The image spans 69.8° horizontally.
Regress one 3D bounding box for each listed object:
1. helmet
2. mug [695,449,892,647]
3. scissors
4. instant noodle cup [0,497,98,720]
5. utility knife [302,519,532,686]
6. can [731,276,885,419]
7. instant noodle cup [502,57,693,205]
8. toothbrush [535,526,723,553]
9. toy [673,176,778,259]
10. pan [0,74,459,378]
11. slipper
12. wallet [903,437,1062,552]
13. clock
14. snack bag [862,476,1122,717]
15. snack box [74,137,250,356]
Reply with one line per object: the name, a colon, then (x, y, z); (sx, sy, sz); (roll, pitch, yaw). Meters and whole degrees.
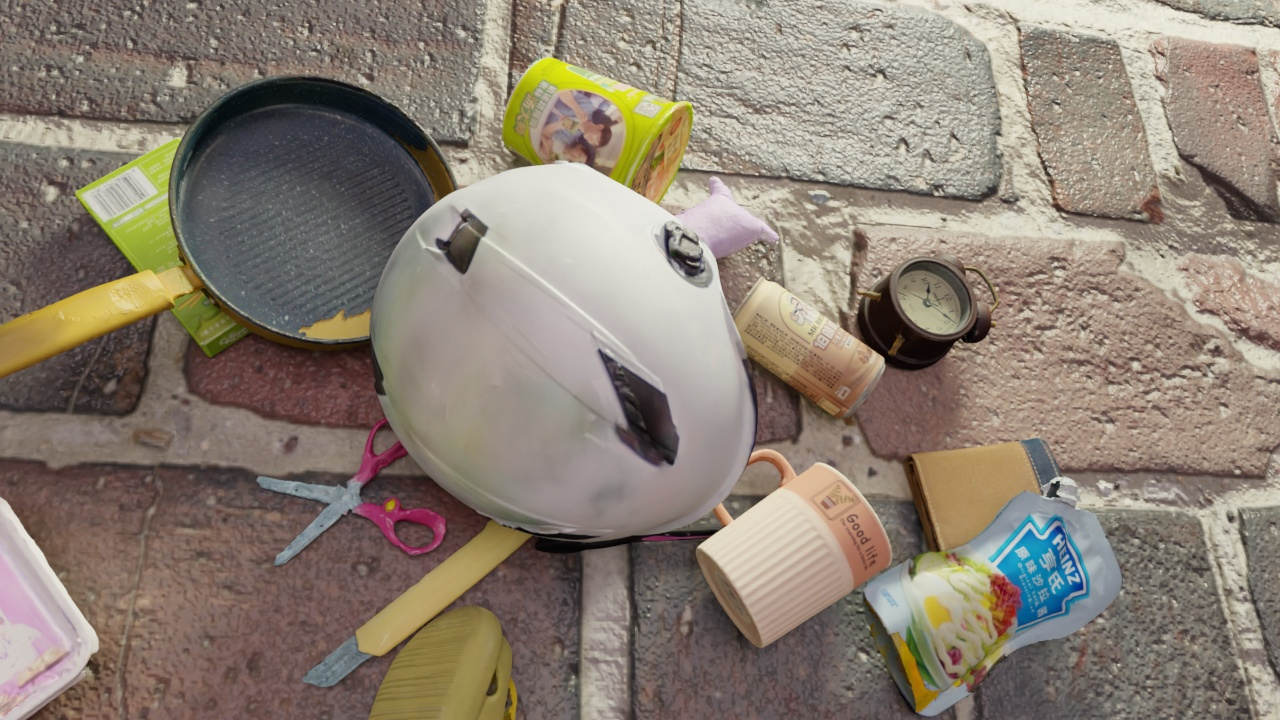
helmet: (-0.067, 0.003, 0.554); (0.258, 0.230, 0.145); (51, 31, 17)
mug: (0.094, 0.120, 0.627); (0.105, 0.082, 0.114); (-31, 75, -14)
scissors: (-0.194, 0.088, 0.628); (0.133, 0.017, 0.130); (13, 68, -1)
instant noodle cup: (-0.414, 0.176, 0.525); (0.173, 0.060, 0.138); (-37, 78, -23)
utility knife: (-0.138, 0.152, 0.608); (0.187, 0.020, 0.031); (-34, 59, -27)
can: (0.124, -0.010, 0.703); (0.116, 0.059, 0.058); (35, 66, 5)
instant noodle cup: (-0.038, -0.177, 0.722); (0.123, 0.112, 0.111); (31, 65, 11)
toothbrush: (0.019, 0.122, 0.654); (0.189, 0.014, 0.017); (-1, 48, -13)
toy: (0.045, -0.103, 0.738); (0.108, 0.039, 0.084); (-31, 62, -16)
pan: (-0.273, -0.066, 0.598); (0.356, 0.078, 0.197); (-37, 96, -30)
slipper: (-0.121, 0.246, 0.548); (0.081, 0.092, 0.190); (42, 48, -35)
wallet: (0.266, 0.107, 0.697); (0.115, 0.033, 0.090); (-5, 66, -12)
clock: (0.234, -0.043, 0.739); (0.121, 0.055, 0.082); (-17, 72, -19)
snack bag: (0.254, 0.163, 0.650); (0.190, 0.039, 0.110); (-25, 88, -13)
snack box: (-0.325, -0.084, 0.668); (0.085, 0.026, 0.156); (-40, 79, -22)
